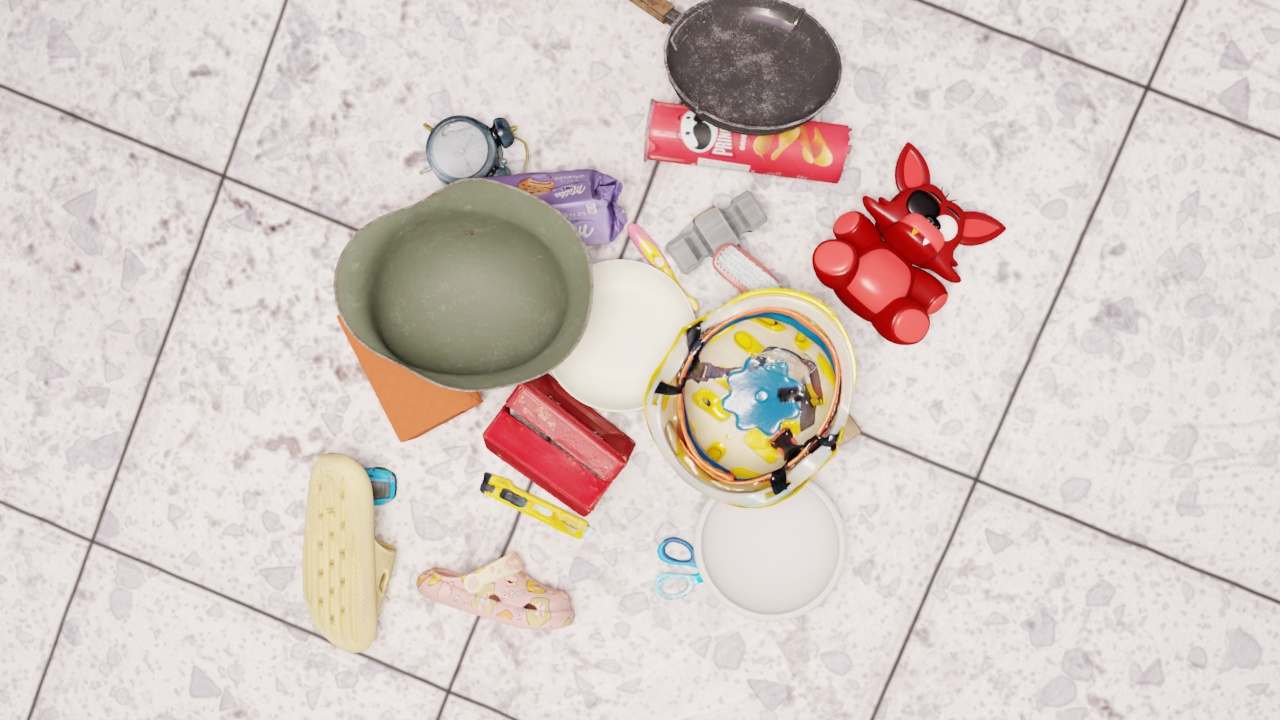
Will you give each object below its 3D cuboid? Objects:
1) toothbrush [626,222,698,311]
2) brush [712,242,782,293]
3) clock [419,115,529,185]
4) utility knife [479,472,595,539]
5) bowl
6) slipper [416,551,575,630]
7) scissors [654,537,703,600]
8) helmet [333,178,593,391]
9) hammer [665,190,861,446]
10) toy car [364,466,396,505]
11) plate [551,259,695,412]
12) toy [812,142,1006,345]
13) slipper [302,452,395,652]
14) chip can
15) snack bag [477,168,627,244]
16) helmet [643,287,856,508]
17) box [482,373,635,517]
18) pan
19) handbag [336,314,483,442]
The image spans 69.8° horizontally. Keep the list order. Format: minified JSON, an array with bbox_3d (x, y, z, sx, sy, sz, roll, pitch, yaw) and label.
[{"bbox_3d":[0.027,-0.113,1.111,0.021,0.016,0.135,-38,88,6],"label":"toothbrush"},{"bbox_3d":[0.155,-0.073,1.051,0.172,0.030,0.041,38,94,-5],"label":"brush"},{"bbox_3d":[-0.197,-0.247,1.100,0.129,0.052,0.090,4,93,-1],"label":"clock"},{"bbox_3d":[-0.128,0.182,1.137,0.155,0.017,0.030,25,103,-1],"label":"utility knife"},{"bbox_3d":[0.151,0.215,1.091,0.176,0.066,0.176,0,85,3],"label":"bowl"},{"bbox_3d":[-0.171,0.270,1.110,0.197,0.093,0.081,13,83,3],"label":"slipper"},{"bbox_3d":[0.086,0.254,1.129,0.140,0.015,0.083,-1,91,6],"label":"scissors"},{"bbox_3d":[-0.196,-0.069,1.021,0.267,0.154,0.226,5,80,-10],"label":"helmet"},{"bbox_3d":[0.161,-0.041,1.092,0.117,0.051,0.323,-33,93,5],"label":"hammer"},{"bbox_3d":[-0.357,0.157,1.141,0.105,0.032,0.048,3,94,5],"label":"toy car"},{"bbox_3d":[-0.024,-0.028,1.094,0.182,0.034,0.182,0,84,0],"label":"plate"},{"bbox_3d":[0.302,-0.130,1.047,0.158,0.120,0.197,41,86,3],"label":"toy"},{"bbox_3d":[-0.352,0.226,1.119,0.111,0.079,0.262,13,111,22],"label":"slipper"},{"bbox_3d":[0.123,-0.253,1.068,0.233,0.073,0.073,8,93,3],"label":"chip can"},{"bbox_3d":[-0.120,-0.177,1.076,0.205,0.096,0.058,-4,64,3],"label":"snack bag"},{"bbox_3d":[0.128,0.042,1.025,0.209,0.139,0.240,39,89,11],"label":"helmet"},{"bbox_3d":[-0.102,0.106,1.074,0.157,0.136,0.122,38,94,2],"label":"box"},{"bbox_3d":[0.065,-0.378,1.063,0.357,0.040,0.207,37,67,14],"label":"pan"},{"bbox_3d":[-0.272,-0.003,1.111,0.109,0.060,0.172,-28,88,10],"label":"handbag"}]
